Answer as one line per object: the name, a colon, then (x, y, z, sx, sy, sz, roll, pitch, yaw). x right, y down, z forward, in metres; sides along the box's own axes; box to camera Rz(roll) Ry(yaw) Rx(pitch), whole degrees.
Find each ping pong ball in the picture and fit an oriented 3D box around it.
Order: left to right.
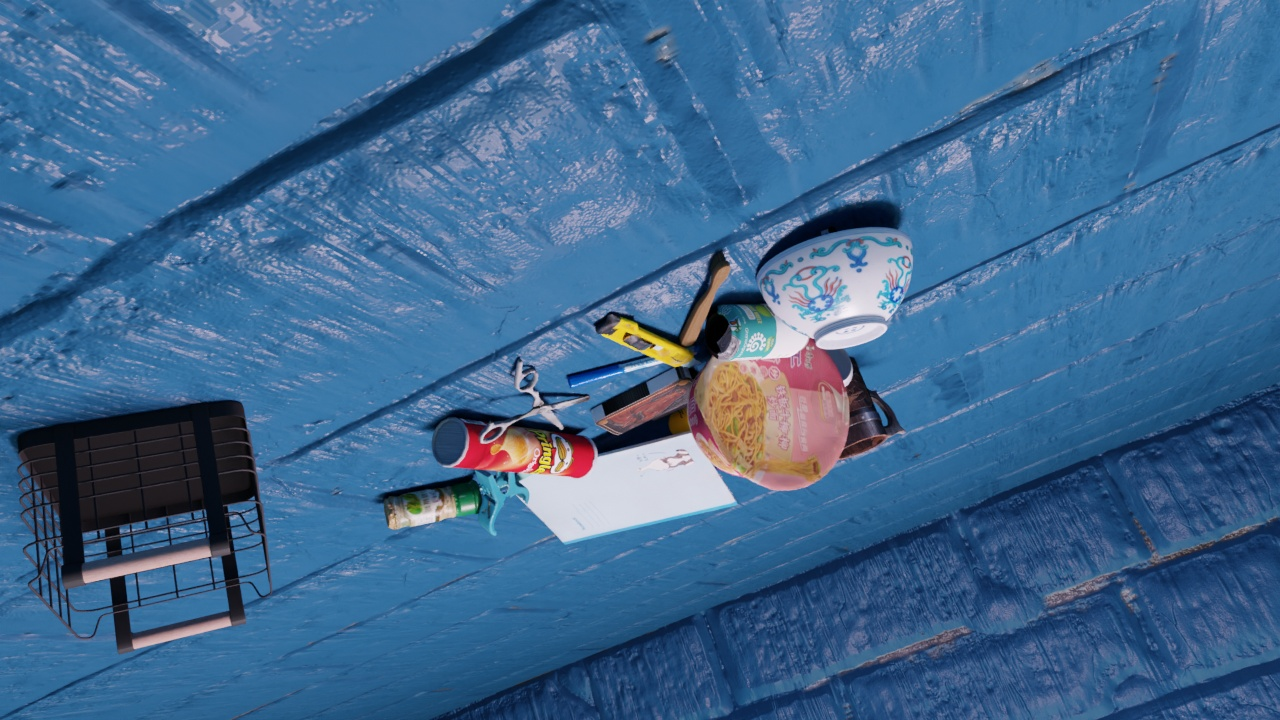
ping pong ball: (0.054, 0.076, 1.115, 0.040, 0.040, 0.040, -17, 158, -7)

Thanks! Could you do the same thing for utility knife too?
utility knife: (0.012, -0.016, 0.892, 0.031, 0.017, 0.164, -26, 155, 27)

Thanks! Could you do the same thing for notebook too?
notebook: (-0.022, 0.169, 1.176, 0.254, 0.009, 0.181, -16, 139, 16)

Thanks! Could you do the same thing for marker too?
marker: (-0.006, 0.005, 0.939, 0.141, 0.013, 0.013, -15, 157, -13)

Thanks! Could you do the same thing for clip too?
clip: (-0.153, 0.146, 1.092, 0.121, 0.031, 0.130, -25, 141, -45)

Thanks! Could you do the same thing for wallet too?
wallet: (0.012, 0.045, 1.036, 0.123, 0.019, 0.072, -27, 153, 17)

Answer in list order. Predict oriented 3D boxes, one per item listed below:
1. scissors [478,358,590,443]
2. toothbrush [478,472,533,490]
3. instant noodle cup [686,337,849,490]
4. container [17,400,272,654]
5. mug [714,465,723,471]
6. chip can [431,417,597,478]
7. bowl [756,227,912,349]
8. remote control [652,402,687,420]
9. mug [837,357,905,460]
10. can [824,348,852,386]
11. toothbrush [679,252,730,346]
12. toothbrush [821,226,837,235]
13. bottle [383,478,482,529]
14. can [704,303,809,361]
scissors: (-0.100, 0.039, 0.922, 0.141, 0.014, 0.162, -26, 150, -32)
toothbrush: (-0.169, 0.149, 1.130, 0.135, 0.017, 0.022, -24, 150, 11)
instant noodle cup: (0.126, 0.052, 0.972, 0.178, 0.178, 0.078, -8, 171, -27)
container: (-0.407, 0.147, 0.776, 0.162, 0.130, 0.242, -9, 156, -24)
mug: (0.124, 0.092, 1.185, 0.112, 0.075, 0.076, -53, 150, 9)
chip can: (-0.131, 0.097, 0.996, 0.052, 0.051, 0.214, -31, 155, 26)
bowl: (0.185, -0.056, 0.840, 0.144, 0.074, 0.144, -9, 163, -3)
remote control: (0.074, 0.040, 1.081, 0.136, 0.015, 0.032, -22, 158, 7)
mug: (0.272, 0.059, 1.169, 0.115, 0.107, 0.080, -9, 156, -24)
can: (0.188, 0.030, 1.081, 0.070, 0.070, 0.132, -8, 155, -27)
toothbrush: (0.058, -0.052, 0.857, 0.016, 0.016, 0.167, -12, 159, -15)
toothbrush: (0.205, -0.096, 0.878, 0.014, 0.014, 0.167, -23, 159, 23)
bottle: (-0.245, 0.170, 1.084, 0.111, 0.043, 0.043, -8, 155, -23)
can: (0.115, -0.029, 0.904, 0.101, 0.055, 0.055, -3, 153, -35)
